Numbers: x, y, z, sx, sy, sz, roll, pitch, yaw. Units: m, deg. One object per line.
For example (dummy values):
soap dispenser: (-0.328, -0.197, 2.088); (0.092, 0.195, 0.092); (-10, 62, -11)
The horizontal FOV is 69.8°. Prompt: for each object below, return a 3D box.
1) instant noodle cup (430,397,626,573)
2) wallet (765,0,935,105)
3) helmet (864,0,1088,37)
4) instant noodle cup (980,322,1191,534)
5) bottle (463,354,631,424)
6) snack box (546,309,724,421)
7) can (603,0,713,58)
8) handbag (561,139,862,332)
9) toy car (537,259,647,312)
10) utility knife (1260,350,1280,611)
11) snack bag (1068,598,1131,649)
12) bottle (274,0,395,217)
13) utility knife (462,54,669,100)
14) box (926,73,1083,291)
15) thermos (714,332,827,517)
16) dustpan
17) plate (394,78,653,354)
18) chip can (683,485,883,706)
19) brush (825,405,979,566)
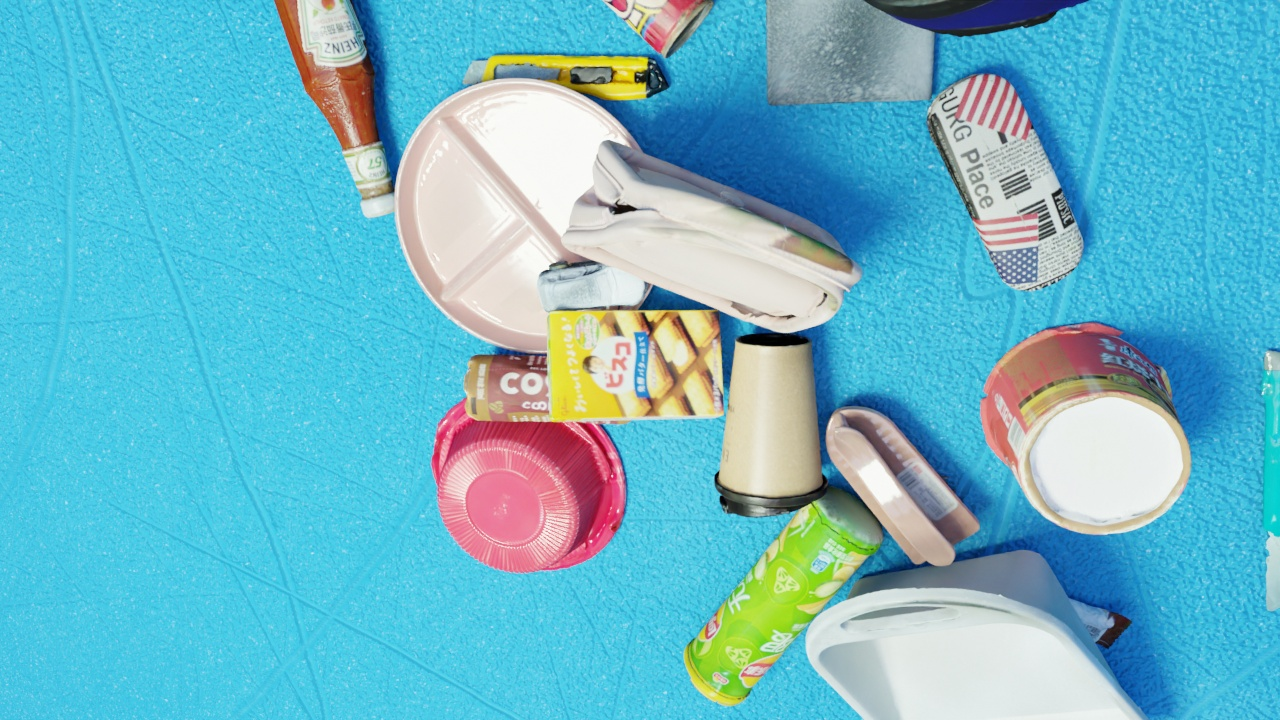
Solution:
instant noodle cup: (-0.114, 0.122, 0.837); (0.194, 0.065, 0.194); (5, 111, 14)
wallet: (0.150, -0.236, 0.661); (0.121, 0.019, 0.097); (3, 109, 15)
helmet: (0.238, -0.322, 0.479); (0.247, 0.239, 0.316); (27, 112, 46)
instant noodle cup: (0.326, 0.056, 0.672); (0.138, 0.108, 0.138); (5, 111, 13)
bottle: (-0.059, 0.025, 0.783); (0.175, 0.057, 0.057); (1, 110, 4)
snack box: (-0.004, 0.004, 0.738); (0.140, 0.034, 0.087); (-1, 82, -6)
can: (-0.013, -0.285, 0.664); (0.133, 0.053, 0.053); (42, 114, -3)
handbag: (0.056, -0.078, 0.612); (0.193, 0.234, 0.093); (20, 96, -12)
toy car: (-0.039, -0.060, 0.736); (0.091, 0.034, 0.043); (-6, 108, 13)
utility knife: (0.485, 0.095, 0.697); (0.029, 0.013, 0.218); (-5, 106, 15)
snack bag: (0.349, 0.210, 0.768); (0.104, 0.026, 0.048); (17, 130, 7)
bottle: (-0.242, -0.219, 0.747); (0.060, 0.059, 0.206); (-8, 110, 17)
utility knife: (-0.062, -0.223, 0.721); (0.172, 0.015, 0.033); (5, 108, 13)
box: (0.262, -0.128, 0.662); (0.068, 0.051, 0.164); (-21, 102, 31)
thermos: (0.106, 0.053, 0.744); (0.093, 0.093, 0.143); (2, 103, 14)
dustpan: (0.256, 0.259, 0.733); (0.223, 0.142, 0.258); (-20, 100, 33)
plate: (-0.091, -0.115, 0.757); (0.230, 0.028, 0.230); (5, 114, 11)
chip can: (0.122, 0.205, 0.802); (0.072, 0.072, 0.222); (33, 114, 1)
brush: (0.204, 0.097, 0.740); (0.063, 0.072, 0.145); (-38, 95, 24)
